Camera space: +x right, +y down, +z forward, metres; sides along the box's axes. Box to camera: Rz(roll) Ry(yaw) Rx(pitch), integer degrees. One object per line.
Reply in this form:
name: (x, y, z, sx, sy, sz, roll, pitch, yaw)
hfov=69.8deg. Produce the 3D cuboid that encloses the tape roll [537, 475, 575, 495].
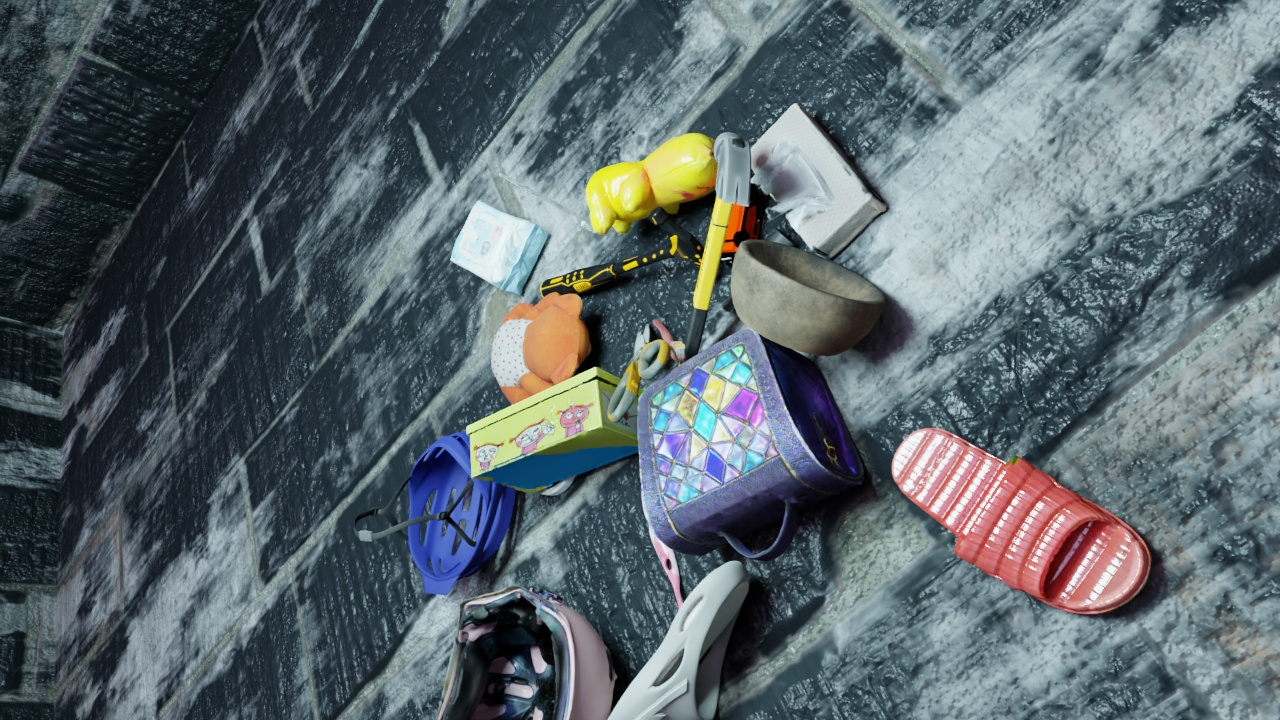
tape roll: (-0.120, 0.138, 1.257, 0.093, 0.013, 0.093, -16, 65, 38)

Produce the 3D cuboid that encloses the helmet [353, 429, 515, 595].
helmet: (-0.275, 0.190, 1.236, 0.148, 0.227, 0.241, -3, 74, 33)

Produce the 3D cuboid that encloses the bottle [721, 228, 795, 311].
bottle: (0.136, -0.103, 1.087, 0.113, 0.030, 0.030, -51, 47, 18)

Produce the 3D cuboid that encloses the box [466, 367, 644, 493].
box: (-0.103, 0.095, 1.166, 0.222, 0.124, 0.081, -23, 60, 32)

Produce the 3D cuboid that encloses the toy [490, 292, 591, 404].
toy: (-0.132, -0.017, 1.272, 0.173, 0.092, 0.163, -16, 68, 45)

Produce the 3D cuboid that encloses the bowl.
bowl: (0.167, -0.062, 0.956, 0.162, 0.162, 0.070, 42, 120, 44)

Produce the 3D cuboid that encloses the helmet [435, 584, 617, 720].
helmet: (-0.122, 0.389, 1.066, 0.256, 0.152, 0.229, -18, 56, 45)

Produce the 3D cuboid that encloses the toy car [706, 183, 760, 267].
toy car: (0.117, -0.164, 1.113, 0.051, 0.048, 0.100, 1, 76, 45)

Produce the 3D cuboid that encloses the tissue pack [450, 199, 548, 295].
tissue pack: (-0.227, -0.181, 1.434, 0.182, 0.070, 0.112, 29, 97, 46)

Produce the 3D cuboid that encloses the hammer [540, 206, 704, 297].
hammer: (-0.033, -0.118, 1.220, 0.321, 0.123, 0.036, -12, 40, 51)

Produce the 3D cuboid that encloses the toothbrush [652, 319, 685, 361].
toothbrush: (0.032, -0.031, 1.112, 0.184, 0.015, 0.016, -119, 26, -73)

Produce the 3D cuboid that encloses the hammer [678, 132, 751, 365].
hammer: (0.076, -0.090, 1.047, 0.169, 0.034, 0.325, -87, 8, -63)

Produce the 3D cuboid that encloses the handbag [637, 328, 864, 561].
handbag: (0.111, 0.102, 0.970, 0.205, 0.125, 0.221, -32, 53, 31)

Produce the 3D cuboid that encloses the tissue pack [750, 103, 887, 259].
tissue pack: (0.188, -0.206, 1.051, 0.104, 0.071, 0.181, -43, 54, 23)

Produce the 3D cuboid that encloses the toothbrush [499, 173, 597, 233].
toothbrush: (-0.124, -0.216, 1.268, 0.010, 0.181, 0.010, -30, 51, 36)

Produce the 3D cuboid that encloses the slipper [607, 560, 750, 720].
slipper: (0.053, 0.335, 0.967, 0.080, 0.112, 0.266, 37, 103, 24)

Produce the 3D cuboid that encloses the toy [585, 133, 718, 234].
toy: (0.025, -0.229, 1.159, 0.194, 0.134, 0.087, -20, 87, 29)

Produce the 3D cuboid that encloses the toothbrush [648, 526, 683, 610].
toothbrush: (0.036, 0.245, 1.071, 0.022, 0.016, 0.135, -42, 48, 24)

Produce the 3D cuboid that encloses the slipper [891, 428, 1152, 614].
slipper: (0.316, 0.134, 0.810, 0.249, 0.059, 0.103, 34, 99, 46)

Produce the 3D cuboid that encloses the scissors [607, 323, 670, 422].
scissors: (-0.007, 0.006, 1.110, 0.134, 0.016, 0.227, -53, 11, 9)
